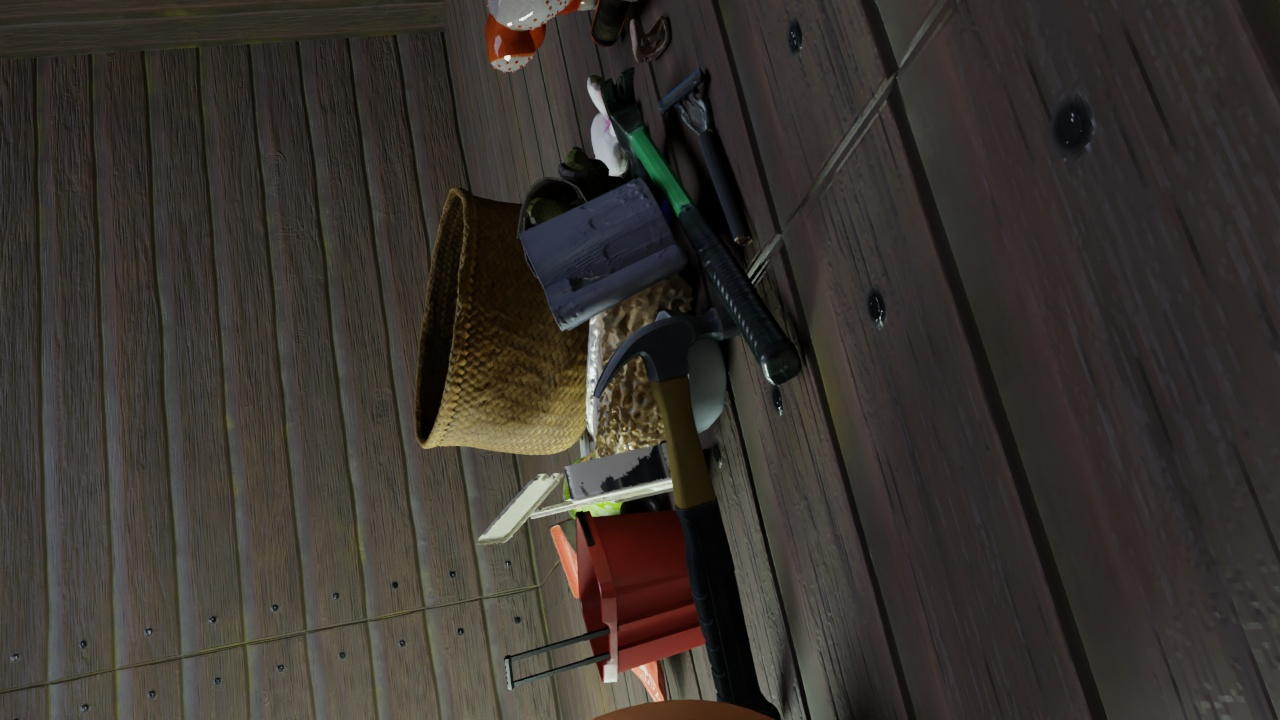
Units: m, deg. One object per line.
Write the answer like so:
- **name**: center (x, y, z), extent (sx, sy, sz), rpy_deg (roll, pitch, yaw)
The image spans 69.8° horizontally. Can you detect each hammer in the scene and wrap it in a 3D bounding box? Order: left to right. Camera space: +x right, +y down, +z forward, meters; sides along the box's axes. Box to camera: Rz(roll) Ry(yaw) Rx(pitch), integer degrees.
- **hammer**: center (-0.012, -0.321, 0.742), extent (0.314, 0.035, 0.138), rpy_deg (-145, 73, -81)
- **hammer**: center (0.037, -0.103, 0.672), extent (0.130, 0.032, 0.318), rpy_deg (65, 180, -49)
- **hammer**: center (0.048, 0.132, 0.689), extent (0.025, 0.117, 0.333), rpy_deg (-161, 58, -75)

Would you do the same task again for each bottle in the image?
- **bottle**: center (0.001, 0.204, 1.047), extent (0.185, 0.045, 0.045), rpy_deg (89, 167, -60)

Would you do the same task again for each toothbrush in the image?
- **toothbrush**: center (0.019, -0.075, 0.863), extent (0.016, 0.018, 0.183), rpy_deg (-111, 21, -45)

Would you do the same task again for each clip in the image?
- **clip**: center (-0.042, 0.095, 1.179), extent (0.152, 0.096, 0.126), rpy_deg (-77, -12, -64)
- **clip**: center (-0.001, -0.264, 0.764), extent (0.061, 0.041, 0.024), rpy_deg (152, 111, -71)

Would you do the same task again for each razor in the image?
- **razor**: center (0.053, -0.142, 0.658), extent (0.043, 0.022, 0.144), rpy_deg (-33, 63, 31)

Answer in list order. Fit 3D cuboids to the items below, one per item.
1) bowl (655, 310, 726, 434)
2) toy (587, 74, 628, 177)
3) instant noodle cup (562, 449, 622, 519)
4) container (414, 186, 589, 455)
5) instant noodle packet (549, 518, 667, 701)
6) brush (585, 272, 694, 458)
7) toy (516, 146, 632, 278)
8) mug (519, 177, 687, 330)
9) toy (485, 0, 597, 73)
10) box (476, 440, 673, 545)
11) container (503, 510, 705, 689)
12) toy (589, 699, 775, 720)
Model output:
- **bowl**: center (0.043, 0.009, 0.748), extent (0.106, 0.039, 0.106), rpy_deg (171, 91, -77)
- **toy**: center (-0.029, -0.224, 0.919), extent (0.079, 0.038, 0.123), rpy_deg (61, 159, 26)
- **instant noodle cup**: center (-0.030, 0.134, 1.043), extent (0.108, 0.098, 0.098), rpy_deg (121, 140, -59)
- **container**: center (-0.148, -0.040, 1.080), extent (0.307, 0.196, 0.307), rpy_deg (-171, 91, -69)
- **instant noodle packet**: center (-0.022, 0.305, 1.084), extent (0.220, 0.084, 0.165), rpy_deg (-123, 16, -45)
- **brush**: center (-0.005, 0.005, 0.857), extent (0.272, 0.083, 0.056), rpy_deg (97, 161, -48)
- **toy**: center (-0.046, -0.121, 0.831), extent (0.078, 0.152, 0.179), rpy_deg (11, 107, 30)
- **mug**: center (-0.025, -0.075, 0.692), extent (0.084, 0.104, 0.124), rpy_deg (64, 180, -27)
- **toy**: center (-0.077, -0.360, 0.867), extent (0.164, 0.093, 0.172), rpy_deg (-44, 16, 38)
- **box**: center (-0.037, 0.113, 0.778), extent (0.143, 0.184, 0.050), rpy_deg (29, -133, -72)
- **container**: center (-0.039, 0.229, 0.882), extent (0.127, 0.200, 0.148), rpy_deg (-116, 22, -53)
- **toy**: center (0.028, 0.339, 0.553), extent (0.282, 0.262, 0.265), rpy_deg (-59, 40, 43)
